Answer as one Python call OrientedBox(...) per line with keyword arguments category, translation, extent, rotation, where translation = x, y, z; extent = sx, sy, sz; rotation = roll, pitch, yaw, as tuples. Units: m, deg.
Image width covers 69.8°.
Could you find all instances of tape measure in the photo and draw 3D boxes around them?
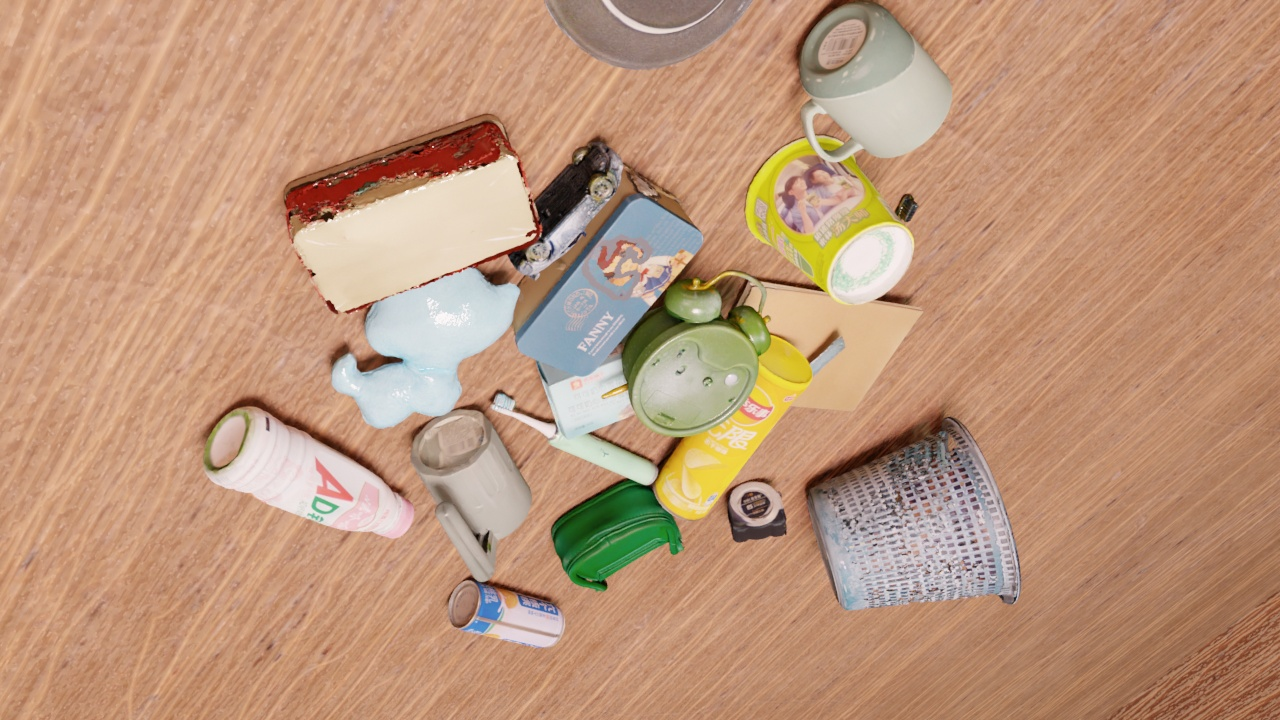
OrientedBox(category="tape measure", translation=(0.134, 0.175, 1.065), extent=(0.066, 0.065, 0.034), rotation=(-6, 137, 0))

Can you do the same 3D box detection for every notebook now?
OrientedBox(category="notebook", translation=(0.170, -0.008, 0.943), extent=(0.211, 0.012, 0.150), rotation=(6, 130, -26))

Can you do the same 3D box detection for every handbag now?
OrientedBox(category="handbag", translation=(-0.022, 0.200, 1.010), extent=(0.131, 0.068, 0.120), rotation=(-32, 137, 3))

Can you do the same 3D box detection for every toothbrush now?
OrientedBox(category="toothbrush", translation=(0.229, -0.081, 0.916), extent=(0.012, 0.017, 0.186), rotation=(-1, 130, -29))
OrientedBox(category="toothbrush", translation=(-0.063, 0.081, 0.912), extent=(0.224, 0.026, 0.027), rotation=(29, 82, -41))

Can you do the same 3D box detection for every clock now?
OrientedBox(category="clock", translation=(0.049, -0.008, 0.793), extent=(0.116, 0.056, 0.161), rotation=(24, 112, -36))

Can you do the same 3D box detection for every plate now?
OrientedBox(category="plate", translation=(0.017, -0.281, 0.625), extent=(0.179, 0.024, 0.180), rotation=(-14, 134, -15))

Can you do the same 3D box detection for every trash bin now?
OrientedBox(category="trash bin", translation=(0.311, 0.200, 1.093), extent=(0.195, 0.226, 0.227), rotation=(-16, 136, 4))

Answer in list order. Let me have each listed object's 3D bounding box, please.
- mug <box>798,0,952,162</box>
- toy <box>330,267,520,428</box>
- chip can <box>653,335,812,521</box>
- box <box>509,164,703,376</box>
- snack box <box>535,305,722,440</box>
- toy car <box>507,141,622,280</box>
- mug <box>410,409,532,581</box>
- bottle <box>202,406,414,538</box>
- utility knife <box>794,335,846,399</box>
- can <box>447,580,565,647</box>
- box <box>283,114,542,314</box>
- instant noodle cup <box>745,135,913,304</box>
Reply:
OrientedBox(category="mug", translation=(0.172, -0.211, 0.724), extent=(0.106, 0.082, 0.112), rotation=(25, 118, -41))
OrientedBox(category="toy", translation=(-0.175, -0.019, 0.747), extent=(0.161, 0.049, 0.156), rotation=(-10, 124, -11))
OrientedBox(category="chip can", translation=(0.089, 0.072, 0.934), extent=(0.072, 0.072, 0.214), rotation=(8, 131, -32))
OrientedBox(category="box", translation=(-0.037, -0.067, 0.766), extent=(0.089, 0.061, 0.185), rotation=(22, 116, -38))
OrientedBox(category="snack box", translation=(-0.005, 0.005, 0.852), extent=(0.174, 0.051, 0.074), rotation=(-21, 134, -8))
OrientedBox(category="toy car", translation=(-0.059, -0.116, 0.715), extent=(0.121, 0.054, 0.036), rotation=(-46, 131, 15))
OrientedBox(category="mug", translation=(-0.155, 0.121, 0.836), extent=(0.084, 0.123, 0.103), rotation=(-12, 133, 7))
OrientedBox(category="bottle", translation=(-0.279, 0.107, 0.802), extent=(0.068, 0.068, 0.197), rotation=(-39, 138, 10))
OrientedBox(category="utility knife", translation=(0.141, 0.046, 0.966), extent=(0.033, 0.015, 0.216), rotation=(17, 130, -37))
OrientedBox(category="can", translation=(-0.149, 0.289, 1.038), extent=(0.053, 0.053, 0.134), rotation=(-45, 134, 16))
OrientedBox(category="box", translation=(-0.161, -0.102, 0.661), extent=(0.168, 0.077, 0.091), rotation=(-22, 136, -8))
OrientedBox(category="instant noodle cup", translation=(0.165, -0.112, 0.780), extent=(0.111, 0.123, 0.112), rotation=(-14, 134, -15))
